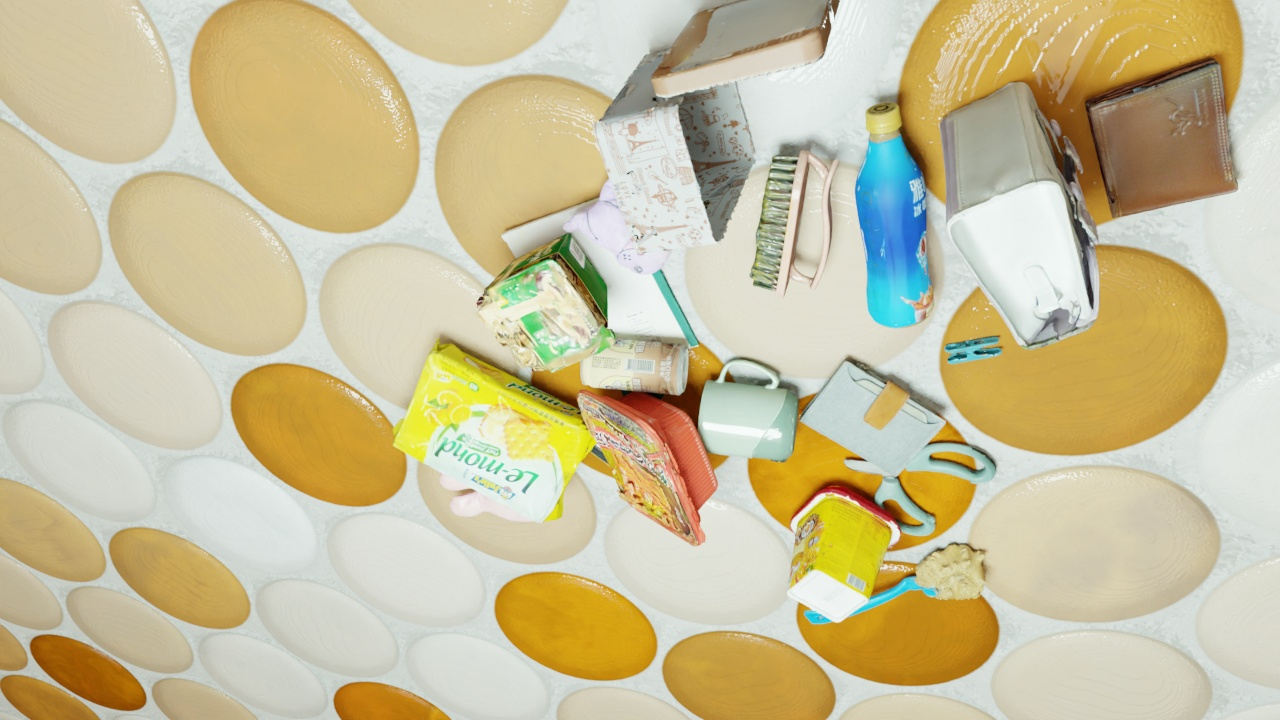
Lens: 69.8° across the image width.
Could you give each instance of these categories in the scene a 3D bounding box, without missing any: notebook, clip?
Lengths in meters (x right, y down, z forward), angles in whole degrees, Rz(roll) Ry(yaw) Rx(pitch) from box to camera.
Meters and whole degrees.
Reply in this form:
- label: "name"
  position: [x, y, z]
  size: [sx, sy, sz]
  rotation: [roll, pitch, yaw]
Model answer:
- label: "notebook"
  position: [-0.042, -0.079, 1.031]
  size: [0.151, 0.012, 0.209]
  rotation: [-15, 122, 25]
- label: "clip"
  position: [0.349, -0.010, 0.963]
  size: [0.057, 0.014, 0.045]
  rotation: [-12, 121, 27]

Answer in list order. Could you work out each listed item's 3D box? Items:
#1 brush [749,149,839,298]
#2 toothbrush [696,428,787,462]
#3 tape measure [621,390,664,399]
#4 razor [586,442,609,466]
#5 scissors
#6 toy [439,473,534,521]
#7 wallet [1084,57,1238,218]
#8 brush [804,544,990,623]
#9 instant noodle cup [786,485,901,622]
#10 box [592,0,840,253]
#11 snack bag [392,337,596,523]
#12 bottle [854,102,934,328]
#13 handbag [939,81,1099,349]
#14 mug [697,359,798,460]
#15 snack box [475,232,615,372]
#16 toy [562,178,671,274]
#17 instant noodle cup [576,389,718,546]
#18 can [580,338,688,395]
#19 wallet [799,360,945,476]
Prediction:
- label: "brush"
  position: [0.152, -0.136, 0.895]
  size: [0.073, 0.063, 0.146]
  rotation: [13, 128, 12]
- label: "toothbrush"
  position: [0.075, 0.098, 1.126]
  size: [0.213, 0.026, 0.027]
  rotation: [10, 117, 9]
- label: "tape measure"
  position: [0.003, 0.034, 1.098]
  size: [0.054, 0.025, 0.058]
  rotation: [28, 129, -7]
- label: "razor"
  position: [-0.008, 0.135, 1.170]
  size: [0.167, 0.062, 0.068]
  rotation: [34, 161, -4]
- label: "scissors"
  position: [0.338, 0.139, 1.083]
  size: [0.182, 0.019, 0.170]
  rotation: [-22, 117, 31]
- label: "toy"
  position: [-0.192, 0.171, 1.245]
  size: [0.160, 0.054, 0.121]
  rotation: [-5, 119, 14]
- label: "wallet"
  position: [0.447, -0.185, 0.785]
  size: [0.101, 0.032, 0.124]
  rotation: [-15, 122, 24]
- label: "brush"
  position: [0.329, 0.302, 1.189]
  size: [0.255, 0.045, 0.083]
  rotation: [-27, 119, 26]
- label: "instant noodle cup"
  position: [0.238, 0.237, 1.111]
  size: [0.116, 0.123, 0.116]
  rotation: [29, 137, -2]
- label: "box"
  position: [0.081, -0.205, 0.786]
  size: [0.198, 0.180, 0.157]
  rotation: [-8, 123, 23]
- label: "snack bag"
  position: [-0.180, 0.086, 1.146]
  size: [0.246, 0.068, 0.158]
  rotation: [28, 116, 1]
- label: "bottle"
  position: [0.238, -0.134, 0.866]
  size: [0.065, 0.065, 0.219]
  rotation: [-3, 127, 19]
- label: "handbag"
  position: [0.319, -0.125, 0.762]
  size: [0.099, 0.196, 0.145]
  rotation: [-19, 120, 29]
- label: "mug"
  position: [0.125, 0.056, 1.049]
  size: [0.106, 0.082, 0.112]
  rotation: [5, 97, 14]
- label: "snack box"
  position: [-0.094, -0.070, 0.976]
  size: [0.118, 0.105, 0.118]
  rotation: [-22, 121, 25]
- label: "toy"
  position: [-0.014, -0.134, 0.949]
  size: [0.108, 0.038, 0.084]
  rotation: [39, 115, -15]
- label: "instant noodle cup"
  position: [0.016, 0.111, 1.052]
  size: [0.165, 0.079, 0.189]
  rotation: [24, 143, 53]
- label: "can"
  position: [-0.006, 0.006, 1.043]
  size: [0.116, 0.058, 0.059]
  rotation: [5, 128, 11]
- label: "wallet"
  position: [0.259, 0.066, 1.027]
  size: [0.130, 0.036, 0.107]
  rotation: [31, 129, 0]
